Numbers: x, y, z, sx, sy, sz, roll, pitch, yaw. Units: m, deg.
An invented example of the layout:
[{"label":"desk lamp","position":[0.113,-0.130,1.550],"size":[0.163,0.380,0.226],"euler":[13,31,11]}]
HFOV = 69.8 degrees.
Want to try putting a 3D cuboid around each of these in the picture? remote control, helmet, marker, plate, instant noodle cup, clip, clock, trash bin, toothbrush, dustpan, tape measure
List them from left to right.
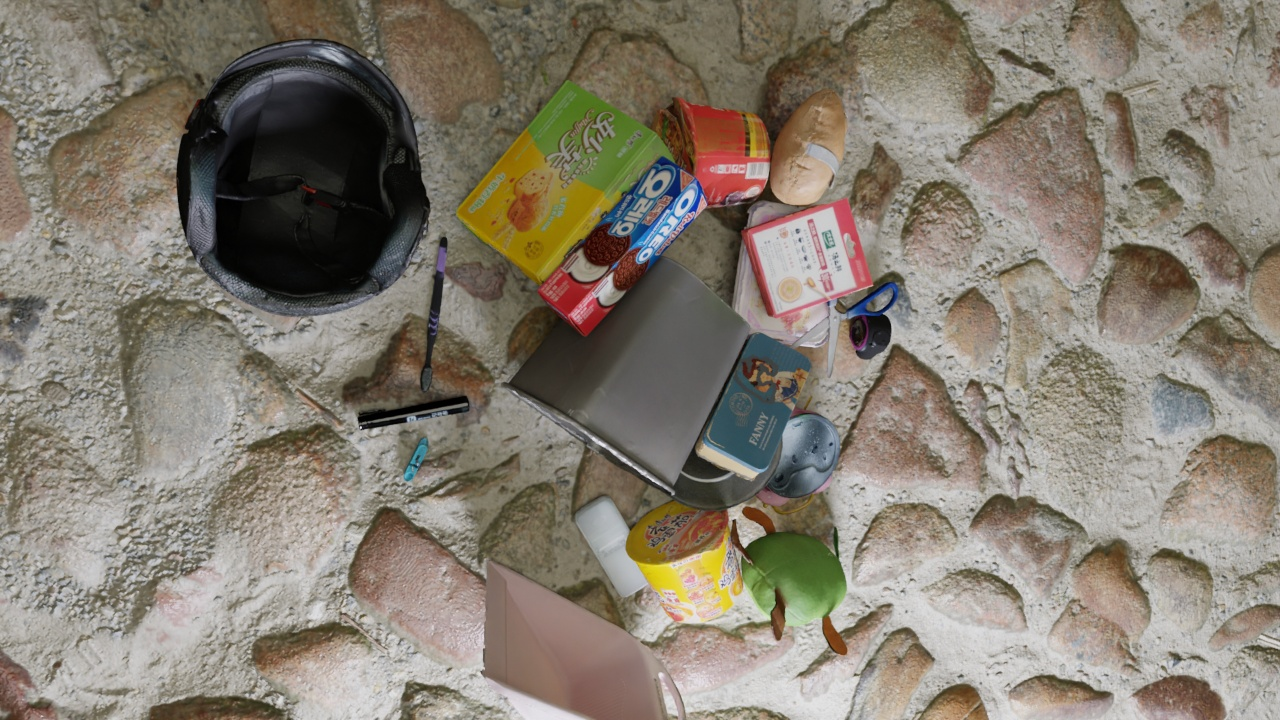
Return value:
[{"label":"helmet","position":[-0.349,-0.184,0.945],"size":[0.233,0.230,0.275],"euler":[11,96,-30]},{"label":"marker","position":[-0.273,0.063,1.107],"size":[0.132,0.020,0.022],"euler":[-10,71,-11]},{"label":"clip","position":[-0.272,0.121,1.113],"size":[0.013,0.038,0.055],"euler":[25,98,-13]},{"label":"toothbrush","position":[-0.247,-0.054,1.099],"size":[0.014,0.017,0.189],"euler":[7,94,-15]},{"label":"dustpan","position":[-0.064,0.358,1.103],"size":[0.139,0.222,0.273],"euler":[-27,116,4]},{"label":"remote control","position":[-0.033,0.241,1.189],"size":[0.056,0.020,0.136],"euler":[-31,104,-7]},{"label":"trash bin","position":[-0.006,0.006,1.073],"size":[0.198,0.199,0.219],"euler":[39,79,-31]},{"label":"instant noodle cup","position":[0.063,0.256,1.160],"size":[0.138,0.138,0.110],"euler":[-25,110,-10]},{"label":"instant noodle cup","position":[0.083,-0.240,1.098],"size":[0.108,0.138,0.138],"euler":[-4,99,-22]},{"label":"plate","position":[0.087,0.097,1.149],"size":[0.180,0.024,0.179],"euler":[-4,76,14]},{"label":"instant noodle cup","position":[0.181,-0.109,1.173],"size":[0.138,0.060,0.173],"euler":[6,95,-15]},{"label":"clock","position":[0.198,0.132,1.202],"size":[0.117,0.060,0.159],"euler":[-17,112,-17]},{"label":"tape measure","position":[0.303,-0.036,1.214],"size":[0.039,0.057,0.057],"euler":[8,64,-16]}]

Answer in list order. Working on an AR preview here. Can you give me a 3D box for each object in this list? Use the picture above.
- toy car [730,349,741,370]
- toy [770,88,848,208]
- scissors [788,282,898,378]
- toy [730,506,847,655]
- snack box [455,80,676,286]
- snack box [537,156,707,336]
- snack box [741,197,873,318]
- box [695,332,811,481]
[{"label":"toy car","position":[0.130,0.045,1.195],"size":[0.054,0.037,0.121],"euler":[8,99,-16]},{"label":"toy","position":[0.209,-0.253,1.102],"size":[0.082,0.225,0.144],"euler":[27,111,6]},{"label":"scissors","position":[0.252,-0.065,1.161],"size":[0.175,0.012,0.162],"euler":[-20,104,-11]},{"label":"toy","position":[0.193,0.275,1.170],"size":[0.090,0.227,0.246],"euler":[-42,150,24]},{"label":"snack box","position":[-0.086,-0.196,1.046],"size":[0.210,0.158,0.070],"euler":[-51,150,-2]},{"label":"snack box","position":[-0.018,-0.126,0.997],"size":[0.207,0.058,0.057],"euler":[-48,150,-6]},{"label":"snack box","position":[0.201,-0.124,1.113],"size":[0.127,0.044,0.113],"euler":[-19,98,-3]},{"label":"box","position":[0.133,0.060,1.101],"size":[0.090,0.059,0.183],"euler":[26,61,0]}]
